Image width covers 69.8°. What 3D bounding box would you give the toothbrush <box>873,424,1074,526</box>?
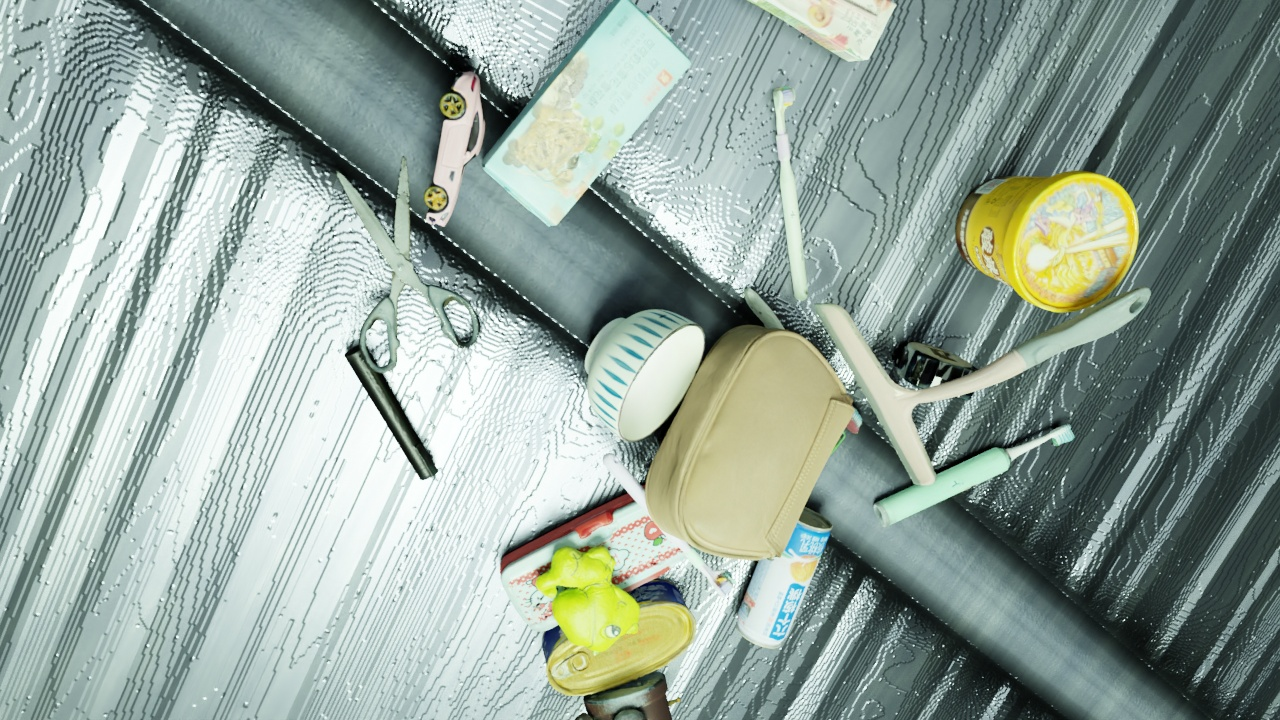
[{"bbox_3d":[0.340,0.113,0.933,0.224,0.026,0.027,-24,89,-6],"label":"toothbrush"}]

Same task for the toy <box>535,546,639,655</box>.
[{"bbox_3d":[-0.047,0.215,0.825,0.096,0.031,0.100,3,97,-11],"label":"toy"}]

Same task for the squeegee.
[{"bbox_3d":[0.314,-0.001,0.789,0.250,0.040,0.248,-25,122,19],"label":"squeegee"}]

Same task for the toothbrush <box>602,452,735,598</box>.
[{"bbox_3d":[0.026,0.149,0.832,0.021,0.029,0.189,-24,118,34],"label":"toothbrush"}]

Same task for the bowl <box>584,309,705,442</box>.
[{"bbox_3d":[-0.005,0.005,0.786,0.066,0.116,0.116,33,99,24],"label":"bowl"}]

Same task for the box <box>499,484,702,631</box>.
[{"bbox_3d":[-0.028,0.180,0.856,0.201,0.047,0.086,-26,111,-5],"label":"box"}]

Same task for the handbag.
[{"bbox_3d":[0.095,0.074,0.812,0.147,0.100,0.204,32,82,-25],"label":"handbag"}]

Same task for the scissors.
[{"bbox_3d":[-0.196,-0.070,0.752,0.177,0.014,0.159,35,84,-25],"label":"scissors"}]

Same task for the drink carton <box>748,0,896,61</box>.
[{"bbox_3d":[0.143,-0.297,0.751,0.122,0.045,0.053,23,101,-18],"label":"drink carton"}]

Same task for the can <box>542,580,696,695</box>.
[{"bbox_3d":[-0.022,0.265,0.881,0.148,0.049,0.075,-21,110,-6],"label":"can"}]

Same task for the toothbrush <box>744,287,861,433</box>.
[{"bbox_3d":[0.155,0.000,0.861,0.187,0.016,0.017,49,64,-20],"label":"toothbrush"}]

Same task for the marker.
[{"bbox_3d":[-0.211,0.046,0.784,0.020,0.022,0.132,-40,115,-34],"label":"marker"}]

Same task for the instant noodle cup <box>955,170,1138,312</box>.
[{"bbox_3d":[0.353,-0.113,0.820,0.118,0.114,0.118,-4,108,-12],"label":"instant noodle cup"}]

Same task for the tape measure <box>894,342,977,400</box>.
[{"bbox_3d":[0.277,0.008,0.864,0.065,0.066,0.034,15,105,-12],"label":"tape measure"}]

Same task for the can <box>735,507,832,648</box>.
[{"bbox_3d":[0.139,0.212,0.901,0.053,0.053,0.135,16,102,-17],"label":"can"}]

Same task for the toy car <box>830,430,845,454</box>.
[{"bbox_3d":[0.157,0.088,0.878,0.043,0.036,0.091,38,99,-22],"label":"toy car"}]

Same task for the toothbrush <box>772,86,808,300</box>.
[{"bbox_3d":[0.134,-0.143,0.810,0.020,0.029,0.190,3,113,30],"label":"toothbrush"}]

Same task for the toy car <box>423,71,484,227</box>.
[{"bbox_3d":[-0.144,-0.164,0.719,0.037,0.056,0.122,12,104,-10],"label":"toy car"}]

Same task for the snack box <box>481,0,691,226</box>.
[{"bbox_3d":[-0.045,-0.198,0.733,0.074,0.051,0.175,39,95,-20],"label":"snack box"}]

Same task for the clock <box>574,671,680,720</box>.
[{"bbox_3d":[-0.016,0.338,0.871,0.082,0.121,0.055,-17,85,29],"label":"clock"}]
